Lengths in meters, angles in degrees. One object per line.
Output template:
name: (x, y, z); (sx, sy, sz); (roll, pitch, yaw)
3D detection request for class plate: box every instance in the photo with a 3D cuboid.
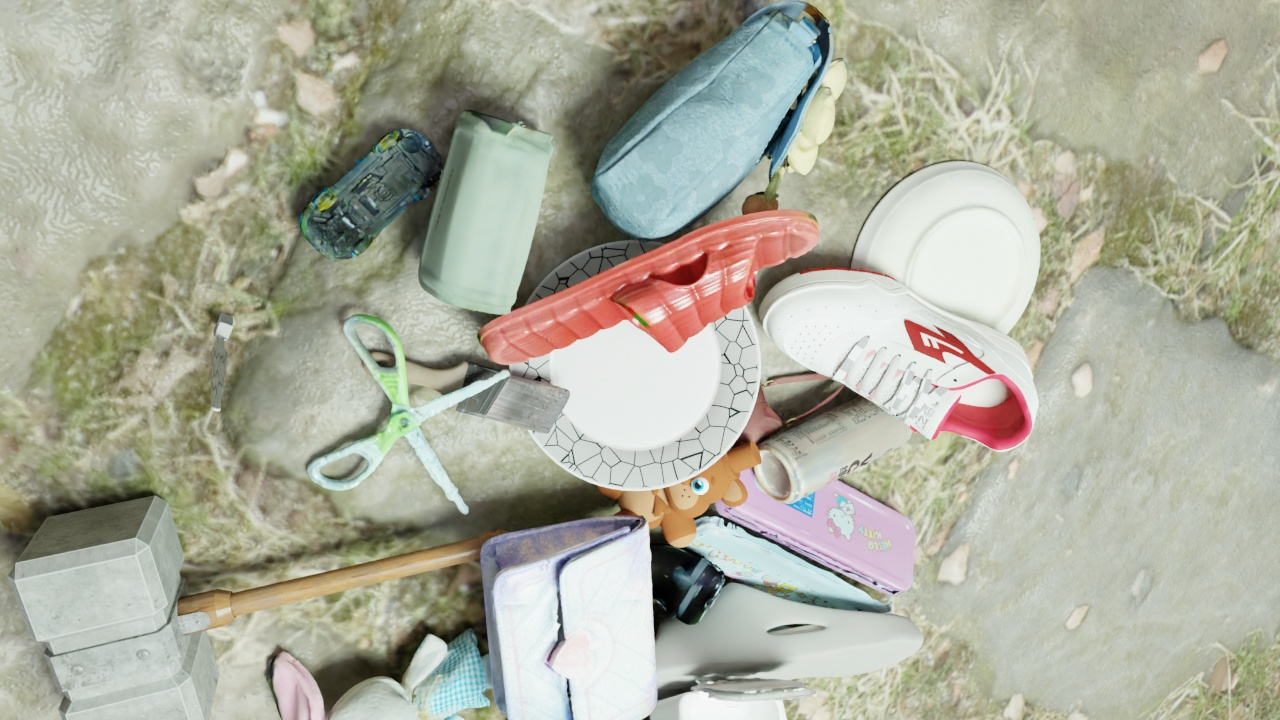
plate: (0.266, -0.074, 0.773); (0.182, 0.034, 0.182); (-5, 109, -16)
plate: (-0.004, 0.004, 0.699); (0.188, 0.016, 0.188); (0, 93, 1)

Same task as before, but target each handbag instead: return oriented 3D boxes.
handbag: (-0.048, 0.202, 0.684); (0.126, 0.069, 0.159); (-8, 107, -19)
handbag: (-0.104, -0.102, 0.614); (0.067, 0.106, 0.122); (13, 103, -17)
handbag: (0.120, 0.034, 0.761); (0.119, 0.055, 0.029); (-18, 152, -18)
handbag: (0.060, -0.150, 0.635); (0.192, 0.122, 0.118); (-44, 95, -4)

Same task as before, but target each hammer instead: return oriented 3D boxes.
hammer: (-0.248, 0.166, 0.667); (0.317, 0.083, 0.163); (-11, 110, -13)

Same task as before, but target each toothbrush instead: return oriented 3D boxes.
toothbrush: (-0.254, -0.003, 0.557); (0.010, 0.181, 0.010); (22, 96, -27)

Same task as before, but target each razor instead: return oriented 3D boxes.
razor: (-0.002, 0.183, 0.754); (0.140, 0.063, 0.053); (4, 142, -3)

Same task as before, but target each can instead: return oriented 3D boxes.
can: (0.159, 0.069, 0.755); (0.135, 0.054, 0.054); (-21, 113, -29)

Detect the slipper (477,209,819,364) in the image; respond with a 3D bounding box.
slipper: (0.010, -0.035, 0.637); (0.249, 0.103, 0.059); (-21, 79, 10)

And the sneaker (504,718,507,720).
sneaker: (-0.045, 0.341, 0.784); (0.294, 0.121, 0.127); (-4, 91, -12)

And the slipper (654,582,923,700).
slipper: (0.110, 0.236, 0.804); (0.266, 0.080, 0.113); (-6, 149, -4)

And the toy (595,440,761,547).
toy: (0.032, 0.096, 0.723); (0.128, 0.065, 0.095); (-25, 76, 20)

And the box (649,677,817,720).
box: (0.086, 0.300, 0.727); (0.109, 0.134, 0.107); (9, 60, -29)

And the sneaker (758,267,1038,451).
sneaker: (0.208, 0.009, 0.721); (0.236, 0.104, 0.091); (21, 128, -14)

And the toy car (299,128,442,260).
toy car: (-0.183, -0.113, 0.625); (0.105, 0.032, 0.048); (-44, 113, -6)

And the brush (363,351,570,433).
brush: (-0.129, 0.019, 0.678); (0.151, 0.012, 0.039); (16, 95, -8)

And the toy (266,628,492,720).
toy: (-0.177, 0.279, 0.715); (0.205, 0.105, 0.131); (-14, 113, -11)

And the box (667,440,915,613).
box: (0.135, 0.154, 0.810); (0.214, 0.091, 0.092); (28, 56, -22)

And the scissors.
scissors: (-0.172, 0.044, 0.671); (0.172, 0.021, 0.171); (-25, 105, 3)
